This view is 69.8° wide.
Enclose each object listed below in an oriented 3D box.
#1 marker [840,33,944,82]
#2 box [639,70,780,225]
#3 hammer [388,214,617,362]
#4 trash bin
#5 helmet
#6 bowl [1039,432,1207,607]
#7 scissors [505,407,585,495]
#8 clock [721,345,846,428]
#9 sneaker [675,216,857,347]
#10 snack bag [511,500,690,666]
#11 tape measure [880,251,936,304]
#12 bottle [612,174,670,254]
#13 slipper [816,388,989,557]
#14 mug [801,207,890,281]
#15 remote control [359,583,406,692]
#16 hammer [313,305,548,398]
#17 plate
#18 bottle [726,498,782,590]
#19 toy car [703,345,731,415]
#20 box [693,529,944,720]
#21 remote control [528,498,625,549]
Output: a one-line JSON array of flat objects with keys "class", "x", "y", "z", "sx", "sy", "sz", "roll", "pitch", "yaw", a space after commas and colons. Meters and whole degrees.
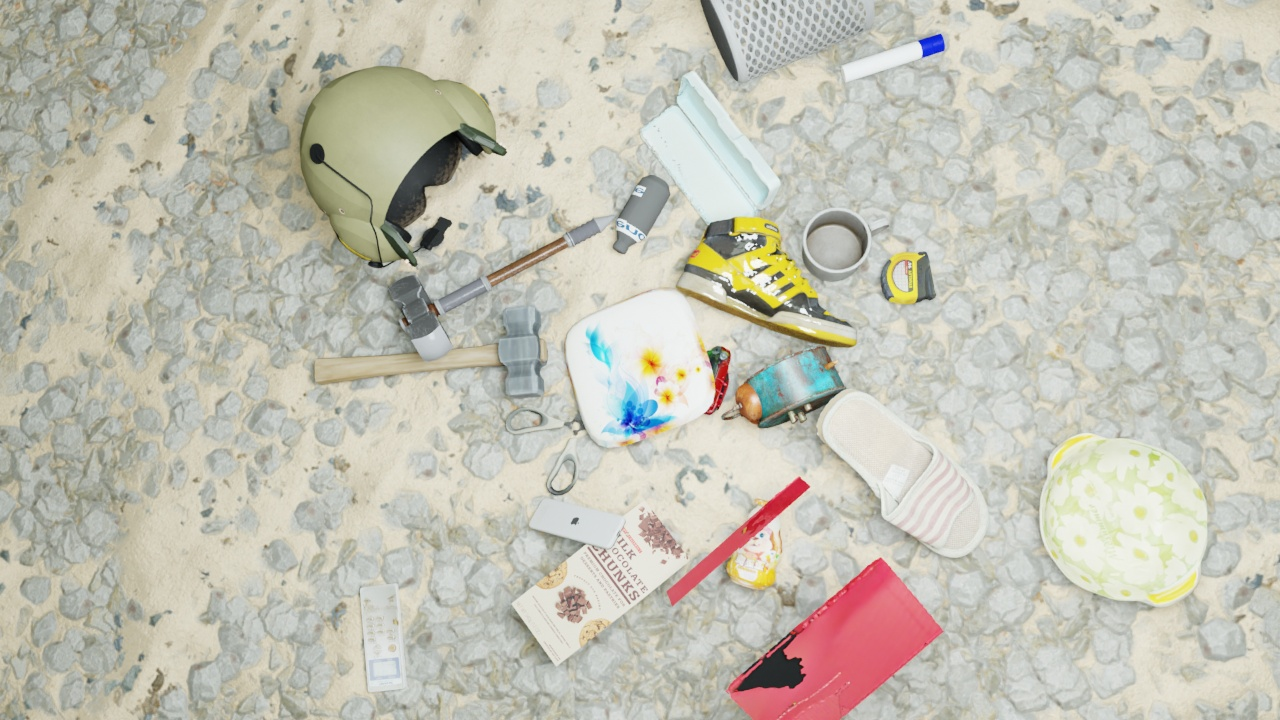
[{"class": "marker", "x": 0.335, "y": -0.402, "z": 1.222, "sx": 0.133, "sy": 0.027, "sz": 0.023, "roll": -16, "pitch": 81, "yaw": 7}, {"class": "box", "x": 0.091, "y": -0.269, "z": 1.213, "sx": 0.122, "sy": 0.078, "sz": 0.197, "roll": -40, "pitch": 78, "yaw": 20}, {"class": "hammer", "x": -0.173, "y": -0.121, "z": 1.227, "sx": 0.322, "sy": 0.043, "sz": 0.156, "roll": -29, "pitch": 45, "yaw": -7}, {"class": "trash bin", "x": 0.183, "y": -0.462, "z": 1.185, "sx": 0.183, "sy": 0.156, "sz": 0.156, "roll": -24, "pitch": 81, "yaw": 6}, {"class": "helmet", "x": -0.304, "y": -0.250, "z": 1.153, "sx": 0.233, "sy": 0.255, "sz": 0.250, "roll": 37, "pitch": 87, "yaw": 6}, {"class": "bowl", "x": 0.570, "y": 0.189, "z": 1.103, "sx": 0.188, "sy": 0.060, "sz": 0.219, "roll": -34, "pitch": 80, "yaw": 2}, {"class": "scissors", "x": -0.099, "y": 0.100, "z": 1.218, "sx": 0.170, "sy": 0.012, "sz": 0.157, "roll": 2, "pitch": 84, "yaw": 7}, {"class": "clock", "x": 0.176, "y": 0.047, "z": 1.139, "sx": 0.158, "sy": 0.121, "sz": 0.073, "roll": -25, "pitch": 77, "yaw": 8}, {"class": "sneaker", "x": 0.175, "y": -0.104, "z": 1.169, "sx": 0.238, "sy": 0.086, "sz": 0.122, "roll": 21, "pitch": 89, "yaw": 6}, {"class": "snack bag", "x": -0.047, "y": 0.278, "z": 1.161, "sx": 0.206, "sy": 0.070, "sz": 0.094, "roll": -38, "pitch": 80, "yaw": 1}, {"class": "tape measure", "x": 0.340, "y": -0.105, "z": 1.178, "sx": 0.064, "sy": 0.037, "sz": 0.065, "roll": -9, "pitch": 80, "yaw": 5}, {"class": "bottle", "x": -0.002, "y": -0.193, "z": 1.226, "sx": 0.047, "sy": 0.047, "sz": 0.112, "roll": 30, "pitch": 87, "yaw": 9}, {"class": "slipper", "x": 0.322, "y": 0.141, "z": 1.105, "sx": 0.263, "sy": 0.052, "sz": 0.115, "roll": 43, "pitch": 88, "yaw": -10}, {"class": "mug", "x": 0.263, "y": -0.151, "z": 1.176, "sx": 0.113, "sy": 0.070, "sz": 0.084, "roll": -20, "pitch": 81, "yaw": 4}, {"class": "remote control", "x": -0.341, "y": 0.367, "z": 1.215, "sx": 0.050, "sy": 0.011, "sz": 0.135, "roll": -8, "pitch": 82, "yaw": 6}, {"class": "hammer", "x": -0.285, "y": 0.001, "z": 1.238, "sx": 0.323, "sy": 0.051, "sz": 0.117, "roll": -5, "pitch": 80, "yaw": 9}, {"class": "plate", "x": -0.007, "y": 0.007, "z": 1.191, "sx": 0.187, "sy": 0.016, "sz": 0.187, "roll": -22, "pitch": 73, "yaw": 14}, {"class": "bottle", "x": 0.148, "y": 0.229, "z": 1.147, "sx": 0.063, "sy": 0.063, "sz": 0.109, "roll": 14, "pitch": 84, "yaw": 8}, {"class": "toy car", "x": 0.094, "y": 0.026, "z": 1.189, "sx": 0.036, "sy": 0.042, "sz": 0.091, "roll": 14, "pitch": 91, "yaw": -22}, {"class": "box", "x": 0.211, "y": 0.319, "z": 0.976, "sx": 0.211, "sy": 0.378, "sz": 0.124, "roll": -41, "pitch": 64, "yaw": 1}, {"class": "remote control", "x": -0.082, "y": 0.205, "z": 1.159, "sx": 0.147, "sy": 0.008, "sz": 0.045, "roll": 5, "pitch": 55, "yaw": 41}]
